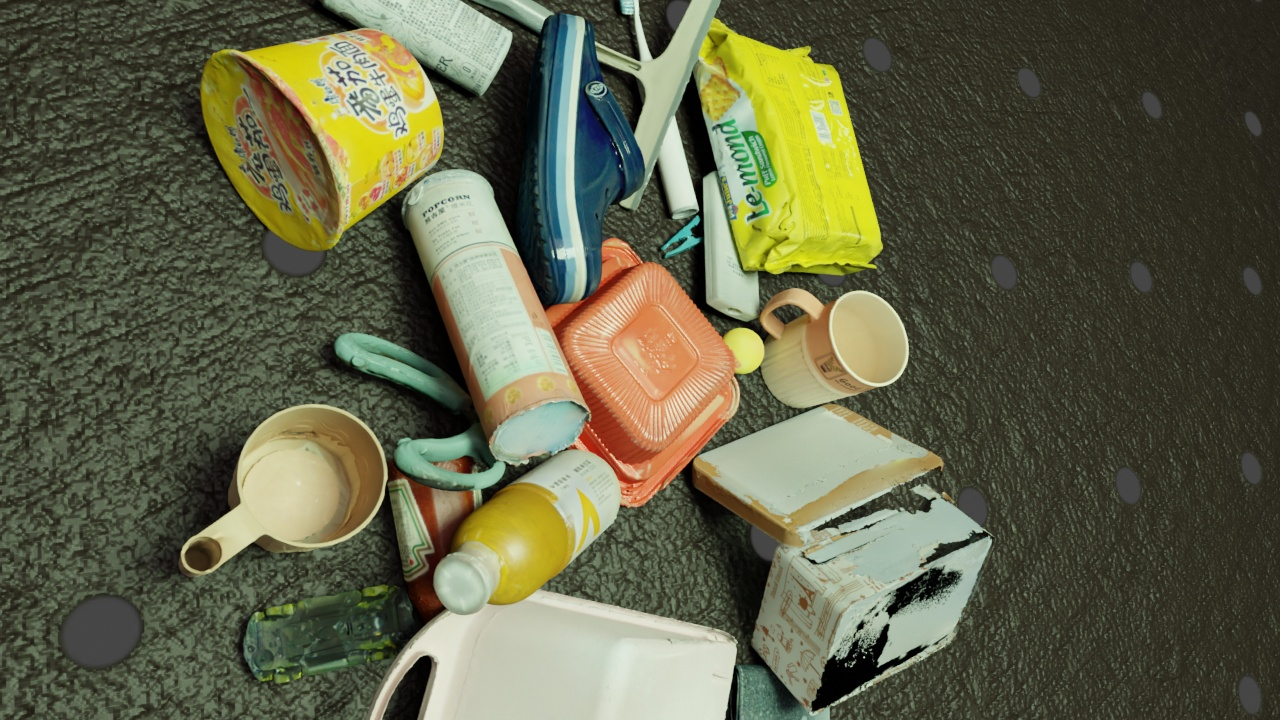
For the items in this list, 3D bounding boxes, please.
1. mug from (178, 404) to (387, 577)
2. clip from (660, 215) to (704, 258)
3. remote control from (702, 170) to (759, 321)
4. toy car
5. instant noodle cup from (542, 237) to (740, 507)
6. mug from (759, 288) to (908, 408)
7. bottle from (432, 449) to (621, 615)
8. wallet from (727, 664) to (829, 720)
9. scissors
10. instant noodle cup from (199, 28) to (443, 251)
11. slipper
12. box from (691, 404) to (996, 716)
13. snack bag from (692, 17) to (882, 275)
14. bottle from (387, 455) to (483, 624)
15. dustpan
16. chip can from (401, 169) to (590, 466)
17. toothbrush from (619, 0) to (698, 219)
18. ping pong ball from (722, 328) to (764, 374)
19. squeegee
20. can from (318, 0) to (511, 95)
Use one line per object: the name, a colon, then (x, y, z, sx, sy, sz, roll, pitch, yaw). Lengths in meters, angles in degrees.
mug: (-0.226, 0.090, 0.566, 0.124, 0.104, 0.084, -40, 96, -31)
clip: (0.039, -0.108, 0.818, 0.056, 0.015, 0.049, -37, 97, -33)
remote control: (0.081, -0.104, 0.824, 0.056, 0.019, 0.135, 19, 60, -39)
toy car: (-0.202, 0.177, 0.598, 0.105, 0.032, 0.048, -8, 80, -18)
instant noodle cup: (-0.004, 0.004, 0.726, 0.189, 0.079, 0.164, 50, 60, -9)
mug: (0.154, -0.015, 0.800, 0.114, 0.106, 0.081, 38, 61, -14)
bottle: (-0.073, 0.113, 0.614, 0.068, 0.068, 0.189, 62, 22, 0)
wallet: (0.114, 0.308, 0.740, 0.097, 0.019, 0.120, 11, 73, -27)
scissors: (-0.137, 0.039, 0.614, 0.170, 0.178, 0.019, 30, 105, -11)
instant noodle cup: (-0.212, -0.159, 0.634, 0.109, 0.138, 0.138, -40, 97, -39)
slipper: (-0.046, -0.153, 0.716, 0.095, 0.105, 0.252, 4, 68, -13)
box: (0.153, 0.150, 0.768, 0.182, 0.193, 0.157, -14, 126, -31)
snack bag: (0.141, -0.192, 0.850, 0.157, 0.068, 0.246, -2, 75, -42)
bottle: (-0.127, 0.161, 0.627, 0.059, 0.060, 0.206, -9, 84, -30)
dustpan: (-0.052, 0.268, 0.629, 0.273, 0.139, 0.222, 49, 50, -55)
chip can: (-0.104, -0.035, 0.637, 0.071, 0.071, 0.214, -7, 54, -30)
toothbrush: (0.014, -0.236, 0.833, 0.026, 0.027, 0.221, -11, 81, -16)
ping pong ball: (0.088, -0.008, 0.801, 0.040, 0.040, 0.040, 8, 72, -26)
squeegee: (-0.072, -0.289, 0.796, 0.246, 0.039, 0.246, 23, 84, -14)
can: (-0.177, -0.270, 0.721, 0.146, 0.058, 0.058, 26, 65, -20)
